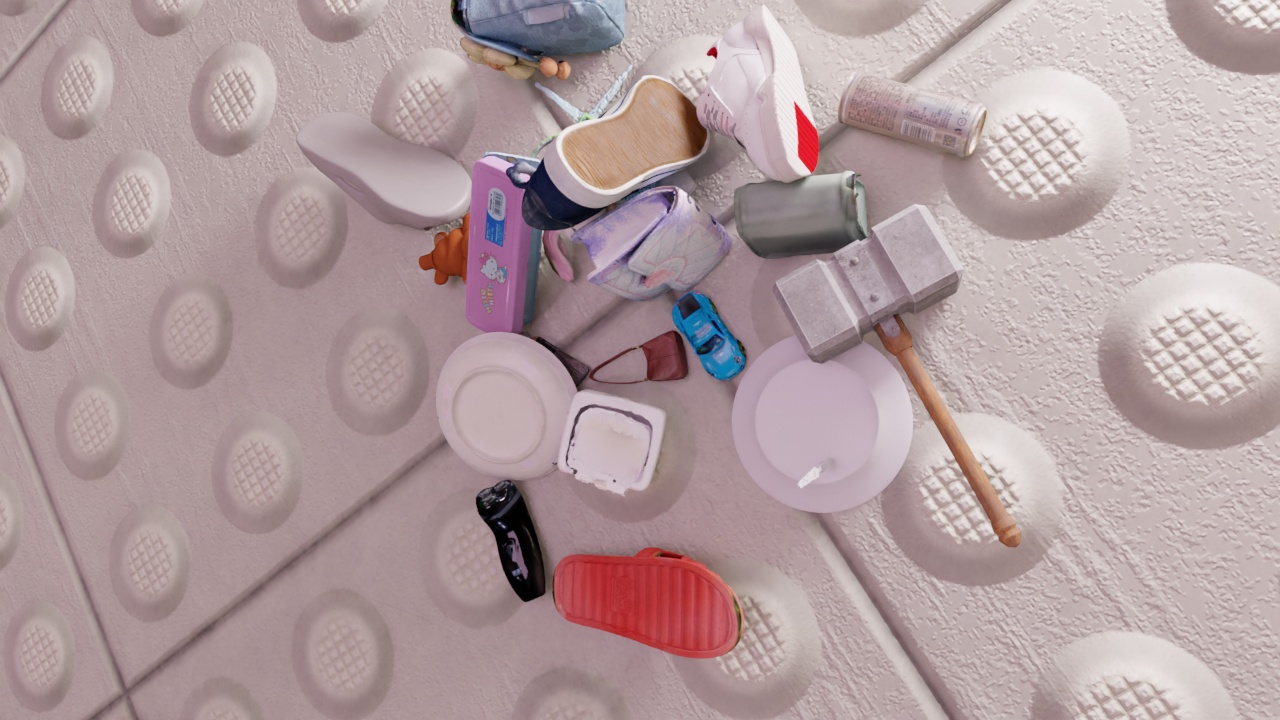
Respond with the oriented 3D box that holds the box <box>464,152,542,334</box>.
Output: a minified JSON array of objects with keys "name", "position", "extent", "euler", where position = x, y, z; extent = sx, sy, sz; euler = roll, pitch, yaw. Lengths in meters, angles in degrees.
[{"name":"box","position":[-0.154,-0.126,1.030],"extent":[0.078,0.064,0.215],"euler":[19,126,11]}]

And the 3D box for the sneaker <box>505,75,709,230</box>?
[{"name":"sneaker","position":[-0.033,-0.206,0.943],"extent":[0.120,0.293,0.128],"euler":[48,132,-4]}]

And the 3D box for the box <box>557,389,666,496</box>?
[{"name":"box","position":[-0.033,0.089,0.988],"extent":[0.107,0.091,0.102],"euler":[14,90,6]}]

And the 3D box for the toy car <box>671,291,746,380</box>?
[{"name":"toy car","position":[0.073,-0.028,0.996],"extent":[0.048,0.032,0.105],"euler":[-36,75,16]}]

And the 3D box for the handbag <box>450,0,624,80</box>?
[{"name":"handbag","position":[-0.115,-0.383,1.058],"extent":[0.192,0.121,0.118],"euler":[-2,84,18]}]

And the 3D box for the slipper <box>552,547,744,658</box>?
[{"name":"slipper","position":[0.011,0.255,0.990],"extent":[0.249,0.059,0.103],"euler":[1,85,39]}]

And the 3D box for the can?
[{"name":"can","position":[0.270,-0.245,0.915],"extent":[0.136,0.054,0.054],"euler":[23,95,23]}]

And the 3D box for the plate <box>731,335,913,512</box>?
[{"name":"plate","position":[0.183,0.063,0.950],"extent":[0.189,0.016,0.188],"euler":[-2,86,23]}]

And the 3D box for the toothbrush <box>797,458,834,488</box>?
[{"name":"toothbrush","position":[0.163,0.104,0.847],"extent":[0.010,0.181,0.010],"euler":[-27,81,16]}]

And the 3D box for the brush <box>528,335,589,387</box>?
[{"name":"brush","position":[-0.126,-0.011,1.091],"extent":[0.151,0.012,0.039],"euler":[32,99,22]}]

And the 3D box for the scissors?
[{"name":"scissors","position":[-0.062,-0.276,1.066],"extent":[0.172,0.021,0.171],"euler":[40,90,21]}]

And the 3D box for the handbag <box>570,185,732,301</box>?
[{"name":"handbag","position":[0.018,-0.118,0.958],"extent":[0.127,0.158,0.069],"euler":[-28,73,19]}]

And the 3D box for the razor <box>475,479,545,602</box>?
[{"name":"razor","position":[-0.148,0.209,1.057],"extent":[0.053,0.063,0.140],"euler":[-27,75,20]}]

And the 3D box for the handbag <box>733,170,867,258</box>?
[{"name":"handbag","position":[0.166,-0.150,0.926],"extent":[0.122,0.106,0.067],"euler":[-3,82,22]}]

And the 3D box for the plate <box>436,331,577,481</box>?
[{"name":"plate","position":[-0.159,0.059,1.057],"extent":[0.182,0.034,0.182],"euler":[4,106,15]}]

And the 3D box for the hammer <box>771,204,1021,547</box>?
[{"name":"hammer","position":[0.272,0.030,0.869],"extent":[0.163,0.083,0.317],"euler":[-29,76,11]}]

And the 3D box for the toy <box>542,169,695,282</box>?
[{"name":"toy","position":[-0.037,-0.166,1.015],"extent":[0.206,0.105,0.131],"euler":[-8,86,24]}]

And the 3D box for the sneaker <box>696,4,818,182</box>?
[{"name":"sneaker","position":[0.109,-0.255,0.935],"extent":[0.104,0.090,0.236],"euler":[-25,50,28]}]

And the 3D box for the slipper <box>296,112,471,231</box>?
[{"name":"slipper","position":[-0.320,-0.225,1.158],"extent":[0.266,0.081,0.112],"euler":[28,53,19]}]

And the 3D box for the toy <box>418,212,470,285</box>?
[{"name":"toy","position":[-0.211,-0.129,1.118],"extent":[0.128,0.065,0.095],"euler":[-10,75,31]}]

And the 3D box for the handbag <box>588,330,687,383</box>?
[{"name":"handbag","position":[-0.006,0.006,1.034],"extent":[0.120,0.029,0.055],"euler":[-15,78,27]}]
